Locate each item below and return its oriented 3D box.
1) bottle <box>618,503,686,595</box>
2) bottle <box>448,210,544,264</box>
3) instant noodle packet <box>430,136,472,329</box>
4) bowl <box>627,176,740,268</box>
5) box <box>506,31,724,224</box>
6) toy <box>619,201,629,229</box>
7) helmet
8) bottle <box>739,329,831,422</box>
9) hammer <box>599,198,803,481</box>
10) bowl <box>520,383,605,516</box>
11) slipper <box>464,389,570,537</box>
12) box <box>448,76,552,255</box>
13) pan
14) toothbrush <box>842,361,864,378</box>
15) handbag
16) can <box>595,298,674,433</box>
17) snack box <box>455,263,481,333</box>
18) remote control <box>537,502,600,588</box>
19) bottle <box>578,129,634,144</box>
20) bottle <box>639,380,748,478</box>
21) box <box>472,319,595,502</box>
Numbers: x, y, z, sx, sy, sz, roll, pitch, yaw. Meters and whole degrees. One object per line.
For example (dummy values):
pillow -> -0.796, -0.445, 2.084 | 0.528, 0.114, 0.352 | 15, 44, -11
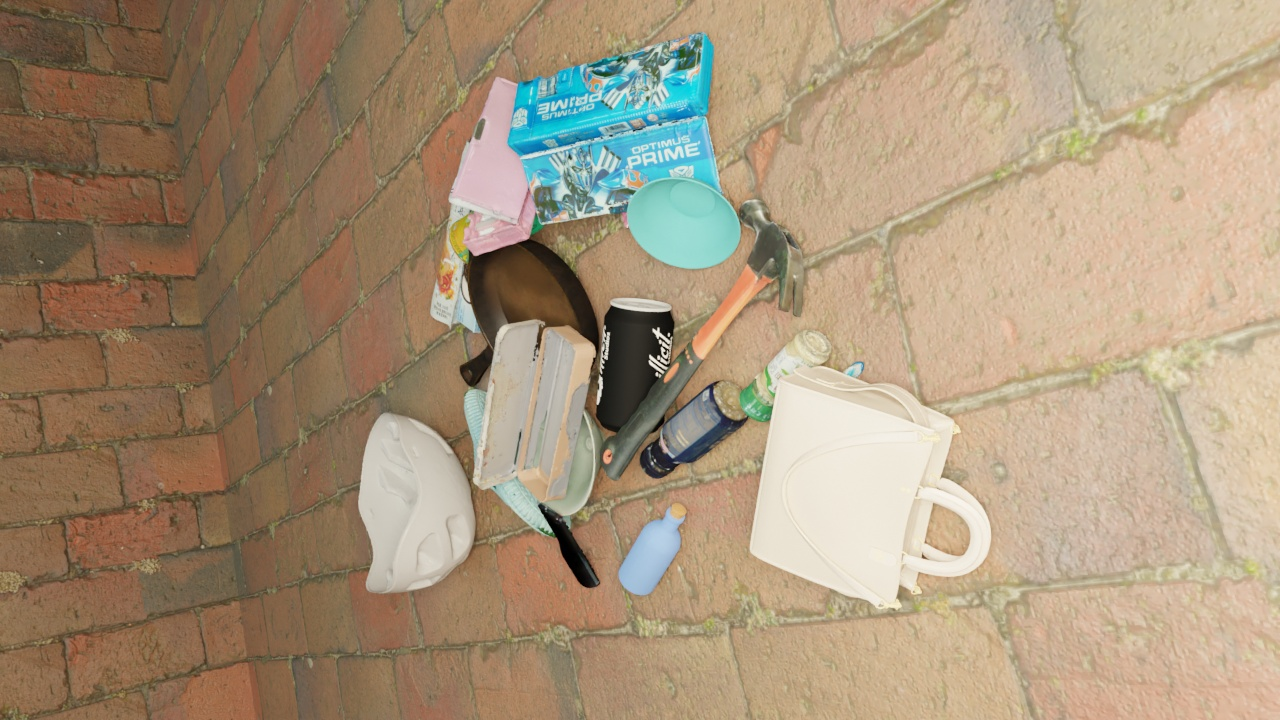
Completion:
bottle -> 0.019, 0.215, 1.067 | 0.048, 0.048, 0.131 | 53, 132, 34
bottle -> -0.155, -0.195, 1.195 | 0.210, 0.068, 0.068 | -26, 72, 28
instant noodle packet -> -0.273, -0.194, 1.375 | 0.146, 0.057, 0.270 | -117, 35, -61
bowl -> 0.051, -0.158, 0.973 | 0.121, 0.121, 0.046 | -38, 24, 46
box -> -0.035, -0.251, 1.009 | 0.244, 0.063, 0.174 | -5, 90, 29
toy -> -0.004, -0.209, 1.063 | 0.065, 0.050, 0.103 | 42, 121, 2
helmet -> -0.370, 0.220, 1.450 | 0.225, 0.183, 0.282 | -50, 62, 35
bottle -> 0.142, 0.014, 0.900 | 0.110, 0.042, 0.042 | -51, 55, 40
hammer -> 0.052, 0.000, 0.951 | 0.334, 0.033, 0.133 | -53, 43, 26
bowl -> -0.084, 0.107, 1.171 | 0.174, 0.067, 0.174 | 9, 101, 53
slipper -> -0.188, 0.148, 1.274 | 0.069, 0.116, 0.276 | -44, 51, 12
box -> -0.170, -0.252, 1.125 | 0.100, 0.098, 0.232 | -12, 49, 30
pan -> -0.167, -0.038, 1.238 | 0.248, 0.043, 0.357 | 57, 144, 1
toothbrush -> 0.171, 0.044, 0.884 | 0.021, 0.016, 0.133 | 54, 132, 21
handbag -> 0.206, 0.118, 0.795 | 0.198, 0.101, 0.195 | 21, 112, 37
can -> -0.006, 0.006, 1.053 | 0.080, 0.080, 0.146 | 20, 109, 49
snack box -> -0.214, -0.152, 1.318 | 0.059, 0.059, 0.227 | 34, 119, 41
remote control -> -0.093, 0.239, 1.176 | 0.045, 0.021, 0.140 | 23, 145, 46
bottle -> -0.042, -0.255, 1.088 | 0.060, 0.060, 0.109 | 52, 129, 35
bottle -> 0.055, 0.080, 1.002 | 0.161, 0.056, 0.056 | -45, 59, 44
box -> -0.120, 0.066, 1.101 | 0.108, 0.094, 0.217 | 22, 113, 21
